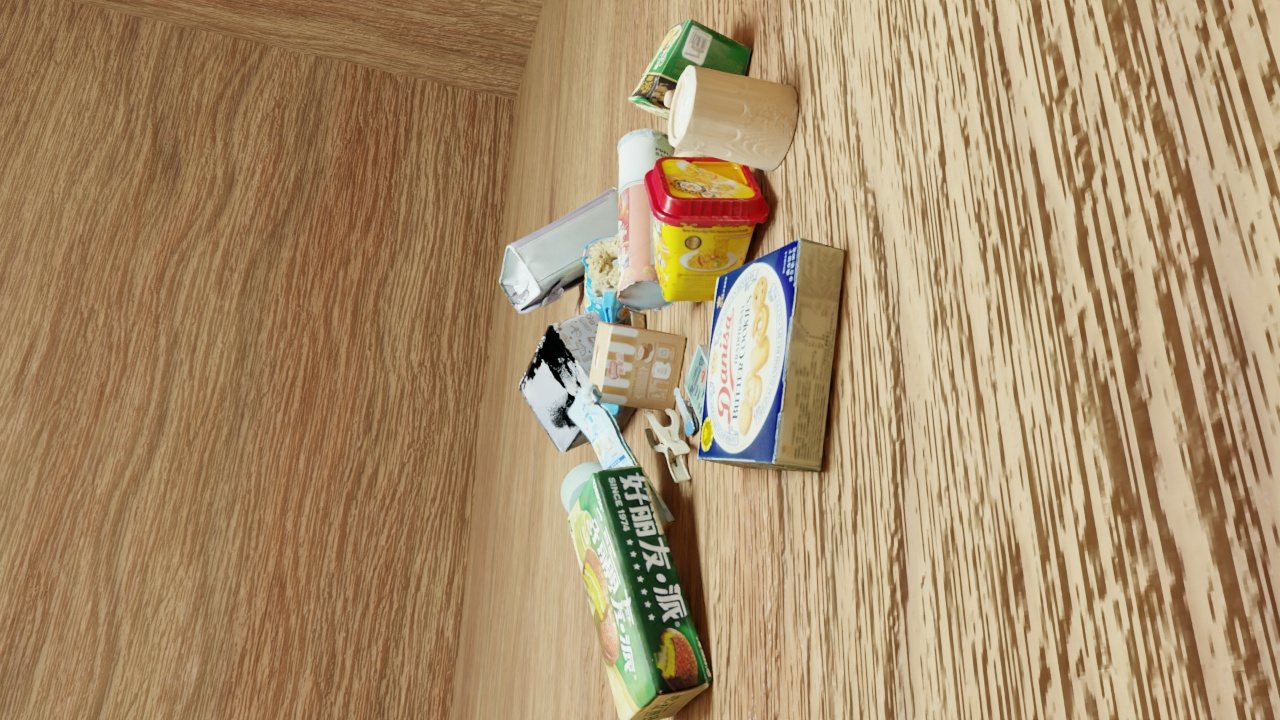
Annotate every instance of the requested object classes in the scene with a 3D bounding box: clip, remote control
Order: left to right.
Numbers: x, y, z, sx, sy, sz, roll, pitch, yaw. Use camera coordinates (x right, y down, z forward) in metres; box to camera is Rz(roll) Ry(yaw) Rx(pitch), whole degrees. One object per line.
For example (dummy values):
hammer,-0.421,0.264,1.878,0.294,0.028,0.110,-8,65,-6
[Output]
clip,0.032,0.083,1.026,0.103,0.034,0.076,-125,30,-67
clip,0.055,0.056,1.021,0.024,0.027,0.056,122,143,-60
remote control,0.073,0.037,0.952,0.135,0.019,0.056,-108,31,-59

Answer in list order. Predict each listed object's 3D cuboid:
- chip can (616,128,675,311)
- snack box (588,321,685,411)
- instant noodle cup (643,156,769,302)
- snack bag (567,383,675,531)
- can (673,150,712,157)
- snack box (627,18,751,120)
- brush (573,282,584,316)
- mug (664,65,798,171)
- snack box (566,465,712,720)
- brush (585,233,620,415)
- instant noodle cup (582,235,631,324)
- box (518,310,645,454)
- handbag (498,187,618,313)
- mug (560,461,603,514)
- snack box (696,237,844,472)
chip can,0.008,-0.165,1.079,0.071,0.071,0.214,125,148,-59
snack box,-0.007,0.007,1.116,0.077,0.094,0.093,-153,72,-75
instant noodle cup,0.061,-0.131,0.939,0.116,0.116,0.124,-102,14,-52
snack bag,-0.026,0.116,1.061,0.191,0.038,0.110,59,165,15
can,0.061,-0.178,1.041,0.059,0.058,0.116,125,150,-58
snack box,0.061,-0.322,1.043,0.117,0.118,0.106,-126,56,-69
brush,-0.066,-0.079,1.424,0.145,0.073,0.063,-95,20,-47
mug,0.084,-0.244,0.908,0.124,0.103,0.084,-116,38,-64
snack box,-0.007,0.240,0.950,0.115,0.063,0.239,118,141,-50
brush,-0.036,-0.049,1.205,0.046,0.083,0.254,43,-135,-65
instant noodle cup,-0.041,-0.108,1.326,0.110,0.099,0.099,104,166,-51
box,-0.053,0.025,1.305,0.148,0.157,0.182,54,143,16
handbag,-0.108,-0.157,1.389,0.098,0.196,0.145,57,157,2
mug,-0.048,0.175,1.223,0.111,0.082,0.106,-50,14,-6
snack box,0.108,0.003,0.798,0.183,0.045,0.177,162,116,-72
